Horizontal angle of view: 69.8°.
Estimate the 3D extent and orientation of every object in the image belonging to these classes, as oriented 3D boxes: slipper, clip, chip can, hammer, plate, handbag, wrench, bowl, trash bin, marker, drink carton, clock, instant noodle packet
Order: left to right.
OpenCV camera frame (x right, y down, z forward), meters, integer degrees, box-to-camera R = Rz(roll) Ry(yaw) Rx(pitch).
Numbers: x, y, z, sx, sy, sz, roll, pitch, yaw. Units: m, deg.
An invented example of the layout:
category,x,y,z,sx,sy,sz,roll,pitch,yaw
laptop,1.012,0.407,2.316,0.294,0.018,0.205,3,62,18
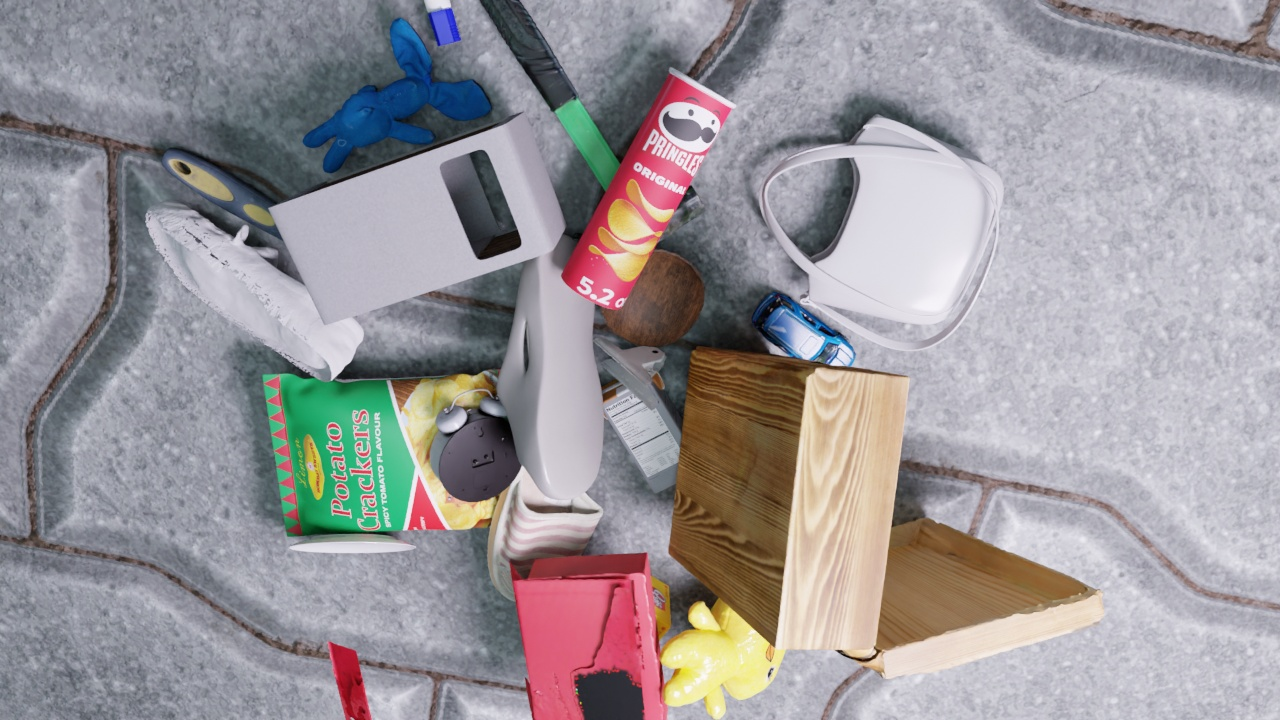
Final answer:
category,x,y,z,sx,sy,sz,roll,pitch,yaw
slipper,-0.388,-0.078,0.923,0.247,0.074,0.112,36,130,-1
wrench,-0.356,-0.135,0.935,0.273,0.022,0.073,32,108,-11
plate,-0.319,0.203,1.020,0.134,0.135,0.011,-2,74,1
instant noodle packet,-0.262,0.102,0.986,0.252,0.090,0.196,-1,113,-6
trash bin,-0.201,-0.135,0.858,0.229,0.114,0.114,-17,110,9
marker,-0.196,-0.360,0.844,0.023,0.027,0.133,-14,110,2
clock,-0.170,0.086,0.944,0.094,0.035,0.123,-15,117,-30
slipper,-0.099,0.006,0.928,0.081,0.112,0.265,-5,87,31
slipper,-0.097,0.157,1.012,0.115,0.052,0.263,2,110,-32
hammer,-0.072,-0.245,0.887,0.130,0.032,0.319,-30,107,12
clip,-0.006,0.005,0.947,0.057,0.102,0.052,19,105,-44
chip can,0.004,-0.157,0.863,0.069,0.069,0.221,27,108,-9
drink carton,0.012,0.073,0.996,0.076,0.048,0.125,-28,108,10
bowl,0.013,-0.069,0.950,0.102,0.026,0.114,24,121,-10
handbag,0.221,-0.126,0.899,0.222,0.095,0.216,16,108,0

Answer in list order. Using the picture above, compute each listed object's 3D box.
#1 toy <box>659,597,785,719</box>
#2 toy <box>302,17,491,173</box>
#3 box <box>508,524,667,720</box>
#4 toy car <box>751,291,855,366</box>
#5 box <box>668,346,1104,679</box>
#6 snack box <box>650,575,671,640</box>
category,x,y,z,sx,sy,sz,roll,pitch,yaw
toy,0.098,0.321,1.034,0.092,0.207,0.134,4,99,38
toy,-0.242,-0.243,0.867,0.176,0.071,0.113,-30,102,0
box,-0.053,0.306,1.033,0.165,0.153,0.214,-4,105,10
toy car,0.172,-0.021,0.962,0.120,0.043,0.056,35,104,-14
box,0.227,0.153,0.889,0.334,0.279,0.286,8,93,-18
snack box,-0.019,0.307,1.067,0.061,0.083,0.106,33,107,-12
